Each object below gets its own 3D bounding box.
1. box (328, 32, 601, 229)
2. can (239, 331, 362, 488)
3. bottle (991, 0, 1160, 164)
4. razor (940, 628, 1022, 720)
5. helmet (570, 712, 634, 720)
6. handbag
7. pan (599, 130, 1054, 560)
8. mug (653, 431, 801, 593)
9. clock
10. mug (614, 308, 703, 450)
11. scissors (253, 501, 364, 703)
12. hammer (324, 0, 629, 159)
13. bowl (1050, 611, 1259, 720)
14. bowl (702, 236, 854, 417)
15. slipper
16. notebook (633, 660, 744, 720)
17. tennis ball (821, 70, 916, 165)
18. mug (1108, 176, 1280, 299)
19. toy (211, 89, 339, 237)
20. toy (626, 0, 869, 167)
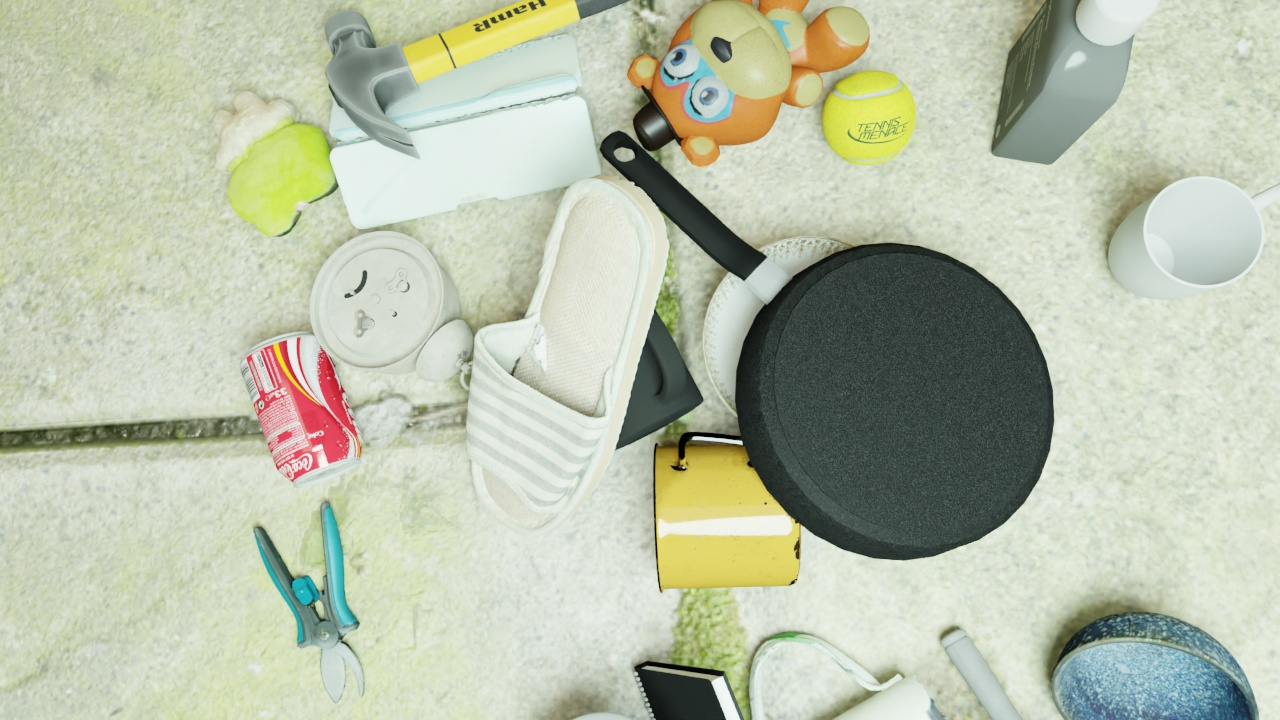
[{"bbox_3d":[-0.135,-0.177,0.705,0.197,0.074,0.126,-11,64,2],"label":"box"},{"bbox_3d":[-0.250,0.036,0.682,0.064,0.064,0.104,-24,82,3],"label":"can"},{"bbox_3d":[0.279,-0.195,0.592,0.046,0.174,0.083,11,85,7],"label":"bottle"},{"bbox_3d":[0.242,0.235,0.612,0.047,0.088,0.116,-31,63,2],"label":"razor"},{"bbox_3d":[0.002,0.360,0.600,0.184,0.117,0.271,8,88,38],"label":"helmet"},{"bbox_3d":[0.137,0.268,0.624,0.151,0.074,0.176,-32,63,1],"label":"handbag"},{"bbox_3d":[0.109,-0.030,0.586,0.355,0.044,0.203,44,75,4],"label":"pan"},{"bbox_3d":[0.058,0.096,0.616,0.094,0.100,0.124,-2,126,4],"label":"mug"},{"bbox_3d":[-0.170,-0.026,0.682,0.157,0.061,0.103,36,88,16],"label":"clock"},{"bbox_3d":[-0.004,0.004,0.635,0.078,0.114,0.088,-25,81,-24],"label":"mug"},{"bbox_3d":[-0.244,0.174,0.690,0.156,0.019,0.124,30,90,7],"label":"scissors"},{"bbox_3d":[-0.078,-0.255,0.687,0.324,0.034,0.169,-23,54,-4],"label":"hammer"},{"bbox_3d":[0.332,0.203,0.597,0.114,0.060,0.114,15,126,21],"label":"bowl"},{"bbox_3d":[0.113,-0.009,0.643,0.145,0.063,0.145,0,80,-1],"label":"bowl"},{"bbox_3d":[-0.057,0.008,0.606,0.114,0.053,0.273,36,121,20],"label":"slipper"},{"bbox_3d":[0.060,0.295,0.584,0.016,0.149,0.206,-19,82,-22],"label":"notebook"},{"bbox_3d":[0.163,-0.174,0.657,0.065,0.065,0.065,-1,84,6],"label":"tennis ball"},{"bbox_3d":[0.370,-0.084,0.613,0.107,0.089,0.071,-28,82,3],"label":"mug"},{"bbox_3d":[-0.291,-0.159,0.717,0.092,0.043,0.118,-41,79,3],"label":"toy"},{"bbox_3d":[0.071,-0.211,0.664,0.176,0.096,0.112,-39,78,12],"label":"toy"}]
